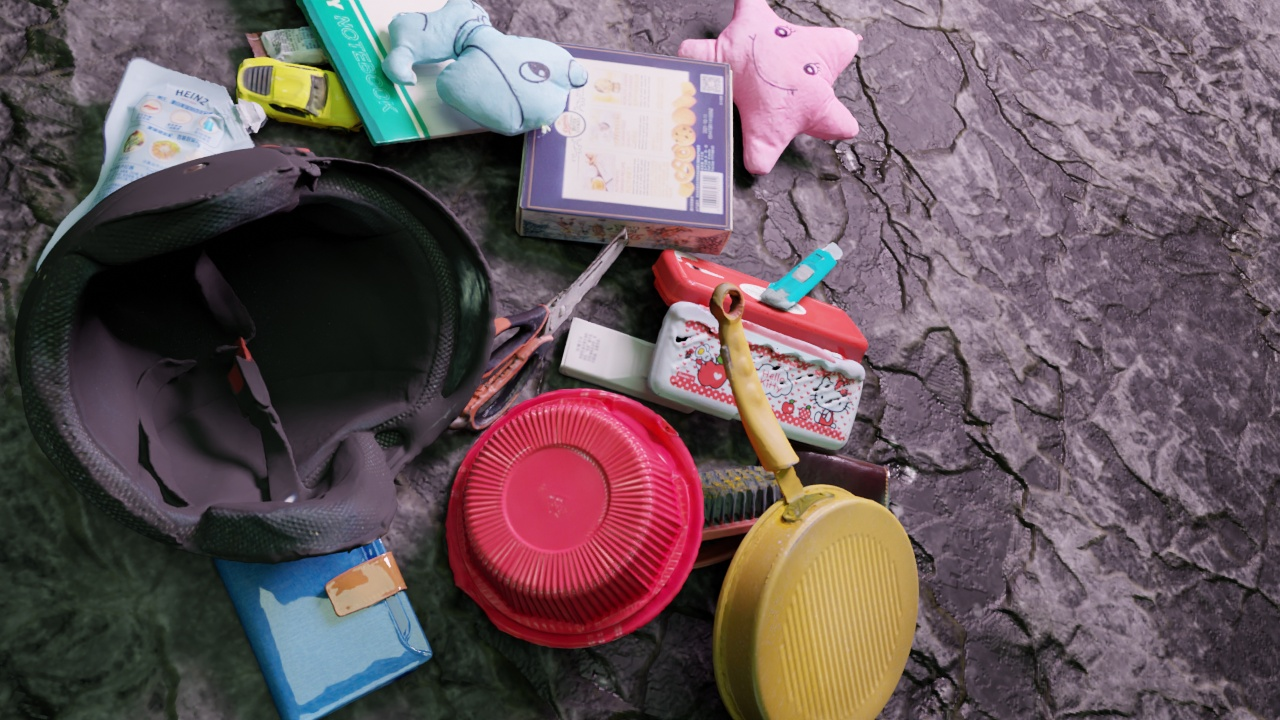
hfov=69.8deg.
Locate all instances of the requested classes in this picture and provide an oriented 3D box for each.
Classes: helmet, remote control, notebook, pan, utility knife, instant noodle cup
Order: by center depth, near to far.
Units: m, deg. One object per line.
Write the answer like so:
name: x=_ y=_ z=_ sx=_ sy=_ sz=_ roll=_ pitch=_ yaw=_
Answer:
helmet: x=-0.237 y=-0.015 z=0.580 sx=0.273 sy=0.230 sz=0.234 roll=-23 pitch=116 yaw=-37
instant noodle cup: x=-0.054 y=0.103 z=0.648 sx=0.194 sy=0.066 sz=0.193 roll=-3 pitch=72 yaw=8
pan: x=0.112 y=0.117 z=0.682 sx=0.197 sy=0.078 sz=0.357 roll=-21 pitch=107 yaw=-36
remote control: x=-0.005 y=0.004 z=0.770 sx=0.125 sy=0.024 sz=0.049 roll=17 pitch=63 yaw=-12
notebook: x=-0.209 y=-0.281 z=0.792 sx=0.150 sy=0.012 sz=0.209 roll=-21 pitch=79 yaw=-41
utility knife: x=0.151 y=-0.080 z=0.829 sx=0.029 sy=0.013 sz=0.179 roll=38 pitch=36 yaw=10

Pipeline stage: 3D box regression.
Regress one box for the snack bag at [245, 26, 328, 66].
snack bag: x=-0.273 y=-0.265 z=0.774 sx=0.104 sy=0.026 sz=0.048 roll=-21 pitch=79 yaw=-24

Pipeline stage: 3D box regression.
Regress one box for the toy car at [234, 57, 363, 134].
toy car: x=-0.271 y=-0.216 z=0.742 sx=0.105 sy=0.032 sz=0.048 roll=5 pitch=88 yaw=-26

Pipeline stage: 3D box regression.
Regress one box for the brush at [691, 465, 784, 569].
brush: x=0.059 y=0.126 z=0.724 sx=0.145 sy=0.063 sz=0.069 roll=-6 pitch=107 yaw=-17

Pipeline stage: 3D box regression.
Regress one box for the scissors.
scissors: x=-0.076 y=-0.038 z=0.717 sx=0.015 sy=0.191 sz=0.207 roll=28 pitch=99 yaw=24

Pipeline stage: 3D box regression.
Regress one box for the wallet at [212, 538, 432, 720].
wallet: x=-0.214 y=0.167 z=0.624 sx=0.106 sy=0.040 sz=0.133 roll=-23 pitch=80 yaw=-22

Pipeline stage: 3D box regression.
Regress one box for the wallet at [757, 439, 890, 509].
wallet: x=0.155 y=0.122 z=0.787 sx=0.122 sy=0.020 sz=0.096 roll=16 pitch=66 yaw=-12

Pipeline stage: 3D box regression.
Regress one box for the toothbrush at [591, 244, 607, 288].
toothbrush: x=-0.006 y=-0.138 z=0.828 sx=0.021 sy=0.029 sz=0.188 roll=52 pitch=55 yaw=-39

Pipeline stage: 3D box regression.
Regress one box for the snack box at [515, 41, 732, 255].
snack box: x=-0.011 y=-0.190 z=0.813 sx=0.182 sy=0.046 sz=0.177 roll=5 pitch=67 yaw=-5

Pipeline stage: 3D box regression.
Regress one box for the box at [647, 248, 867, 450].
box: x=0.103 y=-0.014 z=0.782 sx=0.201 sy=0.074 sz=0.154 roll=17 pitch=56 yaw=-22

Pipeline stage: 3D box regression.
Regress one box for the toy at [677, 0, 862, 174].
toy: x=0.138 y=-0.291 z=0.905 sx=0.178 sy=0.075 sz=0.194 roll=-28 pitch=84 yaw=-12

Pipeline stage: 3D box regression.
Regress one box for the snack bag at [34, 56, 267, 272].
snack bag: x=-0.357 y=-0.130 z=0.679 sx=0.110 sy=0.039 sz=0.190 roll=14 pitch=70 yaw=0

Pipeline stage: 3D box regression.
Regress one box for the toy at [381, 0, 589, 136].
toy: x=-0.128 y=-0.243 z=0.767 sx=0.161 sy=0.050 sz=0.156 roll=-20 pitch=75 yaw=-16
